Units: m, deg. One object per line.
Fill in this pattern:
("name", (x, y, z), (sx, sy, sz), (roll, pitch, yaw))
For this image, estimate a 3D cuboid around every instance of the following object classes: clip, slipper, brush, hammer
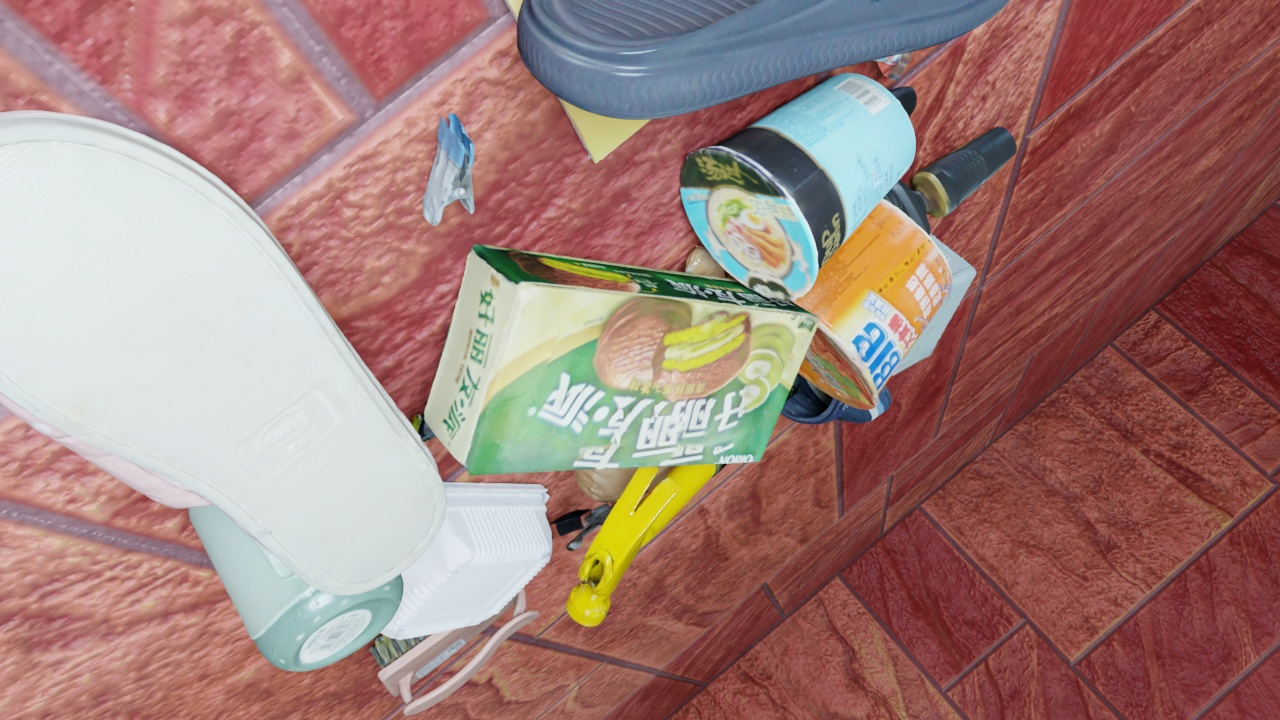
("clip", (-0.090, -0.087, 0.427), (0.028, 0.024, 0.057), (-21, 156, -29))
("slipper", (0.174, 0.021, 0.892), (0.095, 0.105, 0.253), (-43, 156, 1))
("brush", (-0.165, 0.248, 0.825), (0.145, 0.073, 0.063), (-33, 154, -22))
("slipper", (0.072, -0.179, 0.380), (0.267, 0.110, 0.083), (-27, 149, -25))
("slipper", (-0.174, 0.011, 0.386), (0.114, 0.054, 0.274), (-45, 137, -13))
("hammer", (0.049, 0.079, 0.716), (0.299, 0.033, 0.129), (-38, 157, -47))

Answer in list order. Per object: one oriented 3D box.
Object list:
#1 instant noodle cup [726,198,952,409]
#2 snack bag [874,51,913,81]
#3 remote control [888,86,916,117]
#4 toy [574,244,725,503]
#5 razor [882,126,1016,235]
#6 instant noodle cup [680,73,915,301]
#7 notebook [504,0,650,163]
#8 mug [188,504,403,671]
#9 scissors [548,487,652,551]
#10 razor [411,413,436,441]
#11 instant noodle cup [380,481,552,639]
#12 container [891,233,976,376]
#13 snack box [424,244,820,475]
("instant noodle cup", (0.157, -0.052, 0.707), (0.111, 0.151, 0.151), (-47, 157, -7))
("snack bag", (0.142, -0.201, 0.567), (0.104, 0.026, 0.048), (-10, 128, -51))
("remote control", (0.140, -0.147, 0.657), (0.136, 0.024, 0.053), (-42, 158, 6))
("toy", (0.011, 0.021, 0.696), (0.143, 0.082, 0.227), (-45, 164, -46))
("razor", (0.274, -0.161, 0.810), (0.167, 0.062, 0.068), (-35, -174, -27))
("instant noodle cup", (0.105, -0.115, 0.574), (0.120, 0.111, 0.111), (-40, 157, -21))
("notebook", (0.004, -0.187, 0.406), (0.146, 0.010, 0.206), (-41, 156, -1))
("mug", (-0.188, 0.102, 0.497), (0.082, 0.106, 0.112), (-32, 154, -17))
("scissors", (-0.039, 0.133, 0.784), (0.196, 0.015, 0.215), (-24, 178, -45))
("razor", (-0.169, 0.073, 0.583), (0.143, 0.022, 0.042), (-43, -160, 12))
("instant noodle cup", (-0.144, 0.163, 0.728), (0.138, 0.060, 0.173), (-47, 154, 13))
("container", (0.257, -0.062, 0.900), (0.089, 0.090, 0.112), (-23, 147, -36))
("snack box", (-0.003, 0.003, 0.566), (0.239, 0.063, 0.115), (3, 115, -41))
